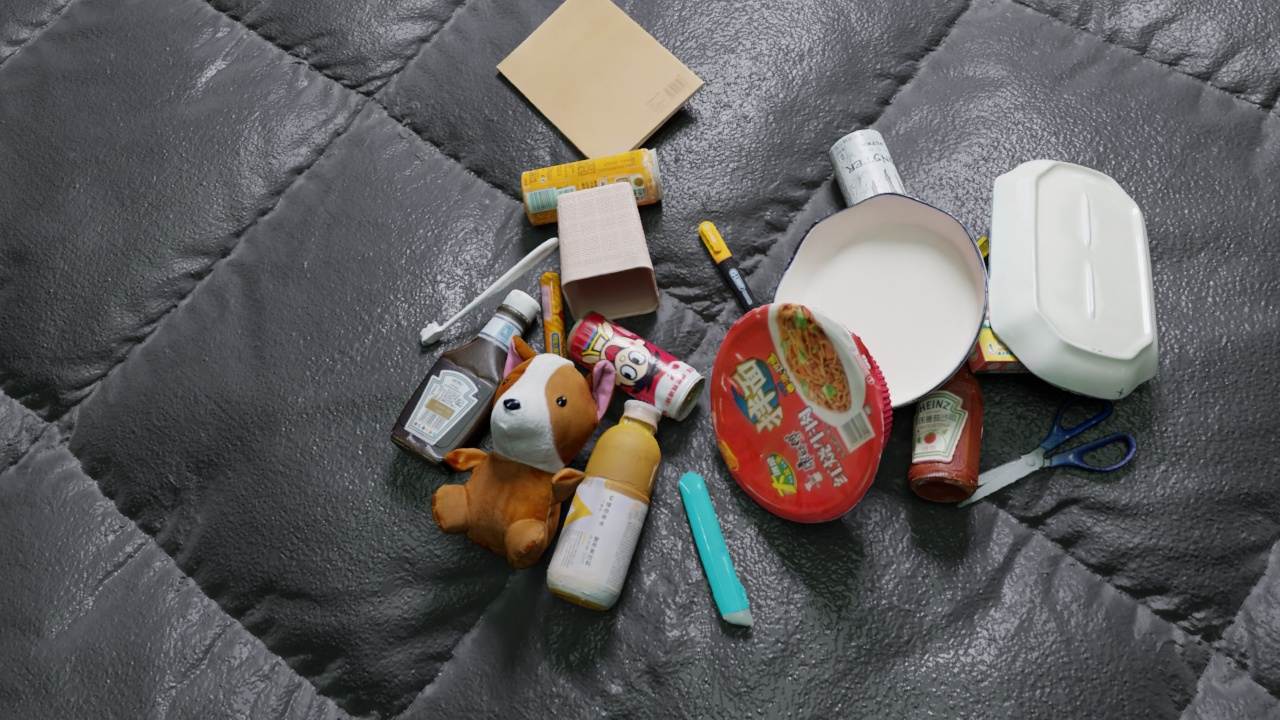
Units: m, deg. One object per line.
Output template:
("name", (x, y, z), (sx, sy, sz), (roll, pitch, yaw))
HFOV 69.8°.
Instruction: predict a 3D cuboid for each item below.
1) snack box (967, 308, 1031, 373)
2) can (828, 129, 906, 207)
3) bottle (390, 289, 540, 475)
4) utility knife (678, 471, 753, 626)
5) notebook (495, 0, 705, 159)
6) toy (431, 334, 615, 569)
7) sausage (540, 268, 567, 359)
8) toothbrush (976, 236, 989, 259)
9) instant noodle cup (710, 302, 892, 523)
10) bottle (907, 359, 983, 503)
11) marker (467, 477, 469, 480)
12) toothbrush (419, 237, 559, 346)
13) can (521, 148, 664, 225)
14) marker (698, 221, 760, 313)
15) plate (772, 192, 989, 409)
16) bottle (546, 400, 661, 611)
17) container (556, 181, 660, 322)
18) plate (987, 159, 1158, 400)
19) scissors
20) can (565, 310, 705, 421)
("snack box", (0.369, -0.026, 0.841), (0.155, 0.027, 0.077), (0, 61, -12))
("can", (0.239, -0.159, 0.923), (0.058, 0.058, 0.146), (-15, 66, 1))
("bottle", (-0.166, 0.016, 0.914), (0.080, 0.044, 0.194), (27, 73, 17))
("utility knife", (0.067, 0.171, 0.835), (0.029, 0.013, 0.151), (-17, 64, -3))
("notebook", (-0.049, -0.323, 1.041), (0.149, 0.012, 0.211), (-43, 68, 1))
("toy", (-0.105, 0.077, 0.827), (0.140, 0.130, 0.199), (20, 75, 18))
("sausage", (-0.086, -0.021, 0.930), (0.021, 0.021, 0.165), (-9, 67, 4))
("toothbrush", (0.278, -0.056, 0.898), (0.190, 0.016, 0.016), (-42, 75, -10))
("instant noodle cup", (0.150, 0.042, 0.807), (0.065, 0.194, 0.193), (-9, 60, -39))
("bottle", (0.284, 0.027, 0.840), (0.060, 0.060, 0.205), (9, 63, 11))
("marker", (-0.108, 0.089, 0.890), (0.130, 0.018, 0.022), (-31, 88, -5))
("toothbrush", (-0.156, -0.072, 0.941), (0.180, 0.016, 0.016), (-35, 60, 10))
("can", (-0.051, -0.184, 0.973), (0.146, 0.058, 0.058), (-10, 66, 3))
("marker", (0.092, -0.093, 0.939), (0.018, 0.015, 0.123), (-27, 68, 1))
("plate", (0.220, -0.050, 0.842), (0.205, 0.045, 0.204), (-13, 69, 38))
("bottle", (-0.026, 0.128, 0.834), (0.068, 0.068, 0.189), (15, 70, 13))
("container", (-0.035, -0.110, 0.926), (0.090, 0.090, 0.110), (-11, 63, 3))
("plate", (0.405, -0.089, 0.846), (0.162, 0.034, 0.265), (17, 59, -2))
("scissors", (0.357, 0.080, 0.834), (0.174, 0.012, 0.124), (1, 69, 9))
("can", (-0.005, 0.005, 0.890), (0.133, 0.053, 0.053), (31, 74, 18))
